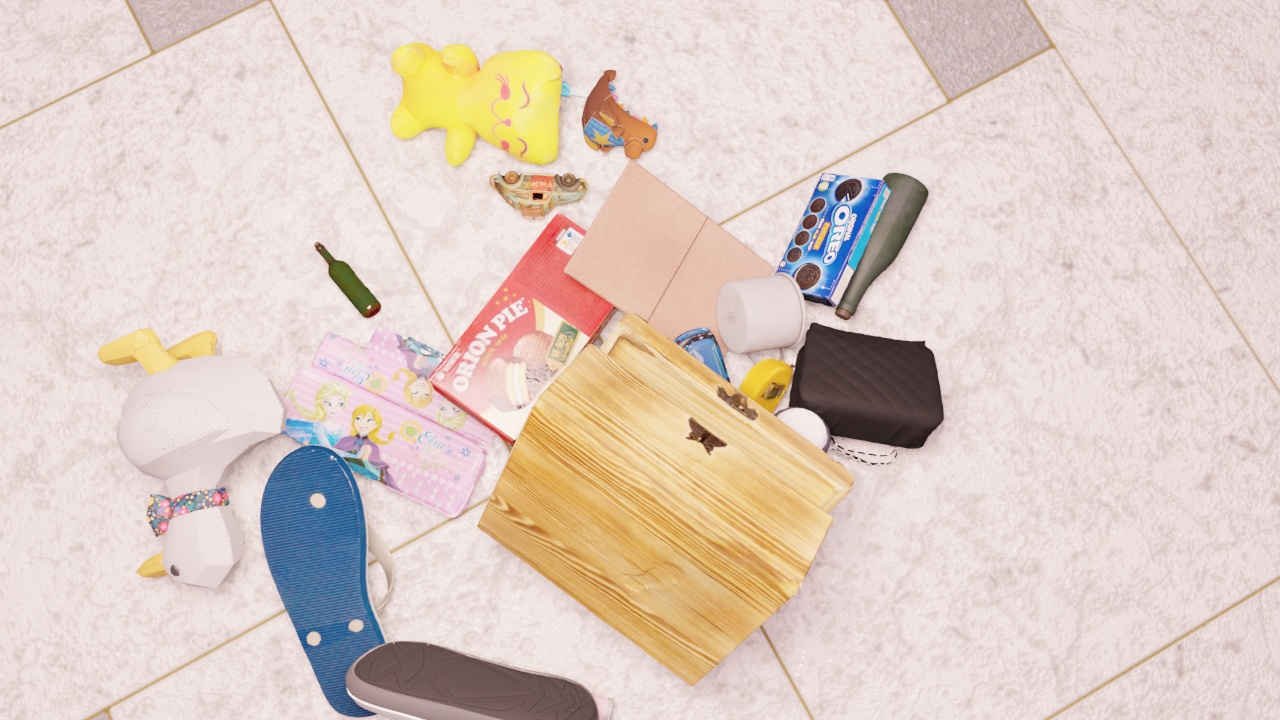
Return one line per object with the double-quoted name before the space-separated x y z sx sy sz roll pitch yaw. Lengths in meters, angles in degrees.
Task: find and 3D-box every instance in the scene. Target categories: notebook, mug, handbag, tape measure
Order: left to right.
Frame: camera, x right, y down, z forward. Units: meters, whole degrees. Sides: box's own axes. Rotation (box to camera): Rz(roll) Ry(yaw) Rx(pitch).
"notebook" 0.036 -0.100 1.003 0.209 0.008 0.141 33 81 -23
"mug" 0.130 -0.037 1.003 0.070 0.084 0.113 -9 116 -21
"tape measure" 0.137 0.028 0.995 0.030 0.058 0.068 39 107 32
"handbag" 0.241 0.033 1.008 0.154 0.115 0.124 8 58 3

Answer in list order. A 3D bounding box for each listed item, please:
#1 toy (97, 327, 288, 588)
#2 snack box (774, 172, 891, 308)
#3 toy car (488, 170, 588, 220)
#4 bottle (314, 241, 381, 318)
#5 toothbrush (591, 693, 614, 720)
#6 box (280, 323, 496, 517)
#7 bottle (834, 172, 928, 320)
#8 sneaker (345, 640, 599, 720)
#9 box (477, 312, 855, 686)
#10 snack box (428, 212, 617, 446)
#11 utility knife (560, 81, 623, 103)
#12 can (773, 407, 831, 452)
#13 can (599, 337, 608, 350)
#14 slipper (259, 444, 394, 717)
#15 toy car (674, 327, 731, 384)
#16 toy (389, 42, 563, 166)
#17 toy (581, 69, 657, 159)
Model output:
"toy" -0.451 0.093 0.942 0.247 0.140 0.267 -28 78 24
"snack box" 0.212 -0.137 1.025 0.082 0.027 0.150 18 80 44
"toy car" -0.116 -0.185 1.039 0.112 0.047 0.047 2 81 0
"bottle" -0.332 -0.093 1.032 0.025 0.025 0.106 -40 84 -7
"toothbrush" -0.139 0.347 0.969 0.222 0.027 0.027 12 59 0
"box" -0.267 0.054 1.009 0.230 0.035 0.159 25 81 2
"bottle" 0.264 -0.125 1.034 0.055 0.055 0.174 27 83 3
"sneaker" -0.175 0.385 0.927 0.257 0.093 0.160 11 109 2
"box" 0.017 0.143 0.903 0.279 0.248 0.175 35 44 4
"snack box" -0.113 -0.034 0.999 0.113 0.060 0.236 35 76 3
"utility knife" -0.103 -0.318 1.075 0.169 0.015 0.022 13 92 1
"can" 0.153 0.107 0.965 0.064 0.128 0.064 4 51 -6
"can" -0.006 0.006 0.993 0.086 0.086 0.043 37 81 4
"slipper" -0.322 0.232 0.970 0.118 0.060 0.295 -14 95 2
"toy car" 0.072 0.025 1.000 0.056 0.043 0.120 -20 105 -7
"toy" -0.182 -0.291 1.035 0.194 0.087 0.135 8 124 4
"toy" -0.020 -0.285 1.058 0.090 0.071 0.102 19 68 -16
